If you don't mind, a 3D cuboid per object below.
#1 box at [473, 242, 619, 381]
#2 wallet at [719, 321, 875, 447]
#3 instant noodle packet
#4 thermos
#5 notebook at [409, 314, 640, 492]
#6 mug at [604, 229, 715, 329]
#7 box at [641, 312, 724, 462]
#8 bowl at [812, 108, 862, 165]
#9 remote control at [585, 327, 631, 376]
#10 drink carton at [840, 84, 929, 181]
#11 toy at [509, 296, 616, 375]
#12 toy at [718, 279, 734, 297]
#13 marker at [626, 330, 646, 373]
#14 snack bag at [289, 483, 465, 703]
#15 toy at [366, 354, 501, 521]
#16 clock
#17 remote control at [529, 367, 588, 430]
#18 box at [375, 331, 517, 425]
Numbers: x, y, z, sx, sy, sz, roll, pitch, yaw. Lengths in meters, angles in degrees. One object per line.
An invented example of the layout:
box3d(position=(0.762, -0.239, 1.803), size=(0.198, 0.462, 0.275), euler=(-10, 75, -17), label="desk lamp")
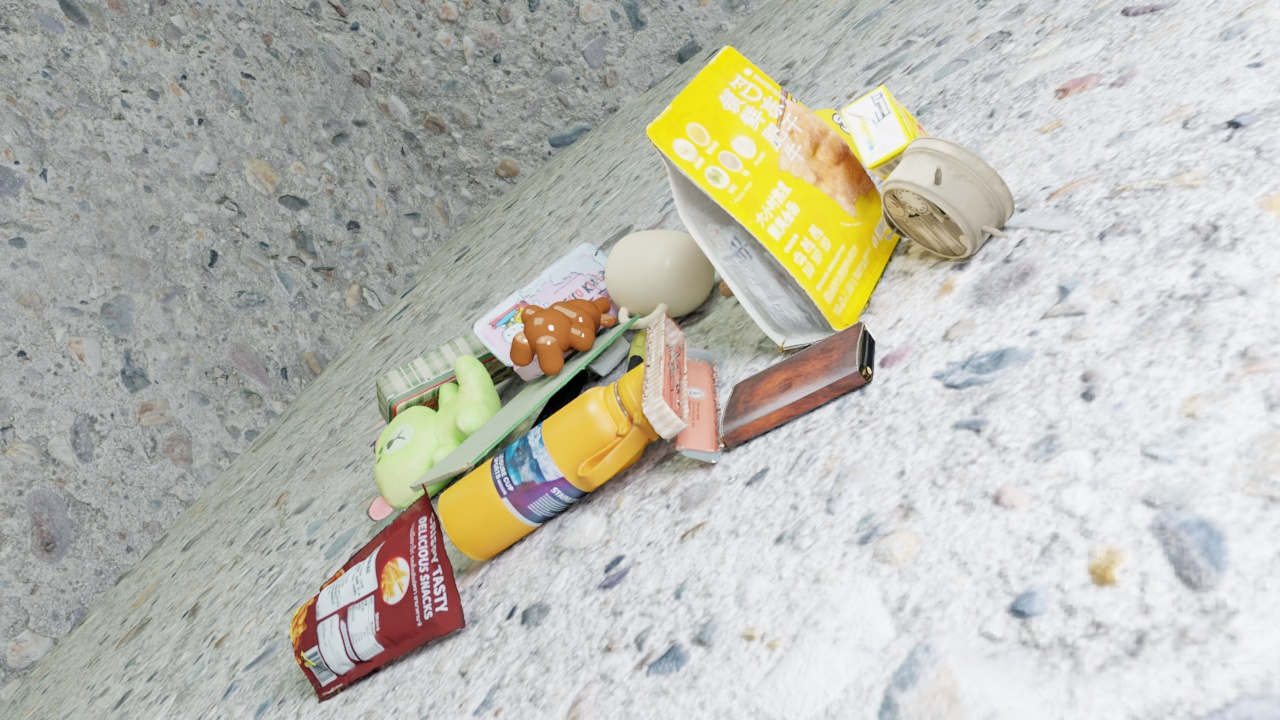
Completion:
box3d(position=(-0.084, -0.055, 1.101), size=(0.201, 0.077, 0.146), euler=(-39, 40, -25), label="box")
box3d(position=(0.118, 0.018, 0.694), size=(0.123, 0.019, 0.072), euler=(-29, 21, 31), label="wallet")
box3d(position=(0.107, -0.140, 0.762), size=(0.084, 0.221, 0.162), euler=(-23, 24, 49), label="instant noodle packet")
box3d(position=(-0.067, 0.095, 0.808), size=(0.233, 0.076, 0.091), euler=(-35, 55, 16), label="thermos")
box3d(position=(-0.122, 0.045, 0.971), size=(0.251, 0.010, 0.182), euler=(-43, 10, -33), label="notebook")
box3d(position=(0.023, -0.085, 1.005), size=(0.100, 0.096, 0.120), euler=(3, 60, 50), label="mug")
box3d(position=(0.035, 0.021, 0.767), size=(0.042, 0.082, 0.186), euler=(-36, 20, 18), label="box")
box3d(position=(0.181, -0.190, 0.943), size=(0.117, 0.067, 0.117), euler=(-28, -26, -15), label="bowl")
box3d(position=(-0.045, -0.010, 1.069), size=(0.049, 0.024, 0.143), euler=(-47, 14, -5), label="remote control")
box3d(position=(0.220, -0.178, 0.773), size=(0.043, 0.058, 0.134), euler=(-28, -19, 27), label="drink carton")
box3d(position=(-0.080, -0.034, 0.993), size=(0.095, 0.065, 0.127), euler=(23, 33, 28), label="toy")
box3d(position=(0.126, -0.117, 0.931), size=(0.106, 0.085, 0.074), euler=(-13, 5, 17), label="toy")
box3d(position=(-0.006, 0.006, 0.966), size=(0.017, 0.021, 0.123), euler=(9, 32, 3), label="marker")
box3d(position=(-0.242, 0.218, 0.837), size=(0.208, 0.066, 0.138), euler=(-40, 49, 30), label="snack bag")
box3d(position=(-0.245, 0.098, 1.113), size=(0.197, 0.107, 0.150), euler=(-42, 39, 25), label="toy")
box3d(position=(0.220, -0.117, 0.704), size=(0.054, 0.093, 0.141), euler=(-50, 11, -7), label="clock")
box3d(position=(-0.097, 0.064, 1.015), size=(0.041, 0.020, 0.151), euler=(-25, 25, 38), label="remote control")
box3d(position=(-0.248, 0.021, 1.221), size=(0.205, 0.051, 0.118), euler=(-27, -18, -25), label="box")
